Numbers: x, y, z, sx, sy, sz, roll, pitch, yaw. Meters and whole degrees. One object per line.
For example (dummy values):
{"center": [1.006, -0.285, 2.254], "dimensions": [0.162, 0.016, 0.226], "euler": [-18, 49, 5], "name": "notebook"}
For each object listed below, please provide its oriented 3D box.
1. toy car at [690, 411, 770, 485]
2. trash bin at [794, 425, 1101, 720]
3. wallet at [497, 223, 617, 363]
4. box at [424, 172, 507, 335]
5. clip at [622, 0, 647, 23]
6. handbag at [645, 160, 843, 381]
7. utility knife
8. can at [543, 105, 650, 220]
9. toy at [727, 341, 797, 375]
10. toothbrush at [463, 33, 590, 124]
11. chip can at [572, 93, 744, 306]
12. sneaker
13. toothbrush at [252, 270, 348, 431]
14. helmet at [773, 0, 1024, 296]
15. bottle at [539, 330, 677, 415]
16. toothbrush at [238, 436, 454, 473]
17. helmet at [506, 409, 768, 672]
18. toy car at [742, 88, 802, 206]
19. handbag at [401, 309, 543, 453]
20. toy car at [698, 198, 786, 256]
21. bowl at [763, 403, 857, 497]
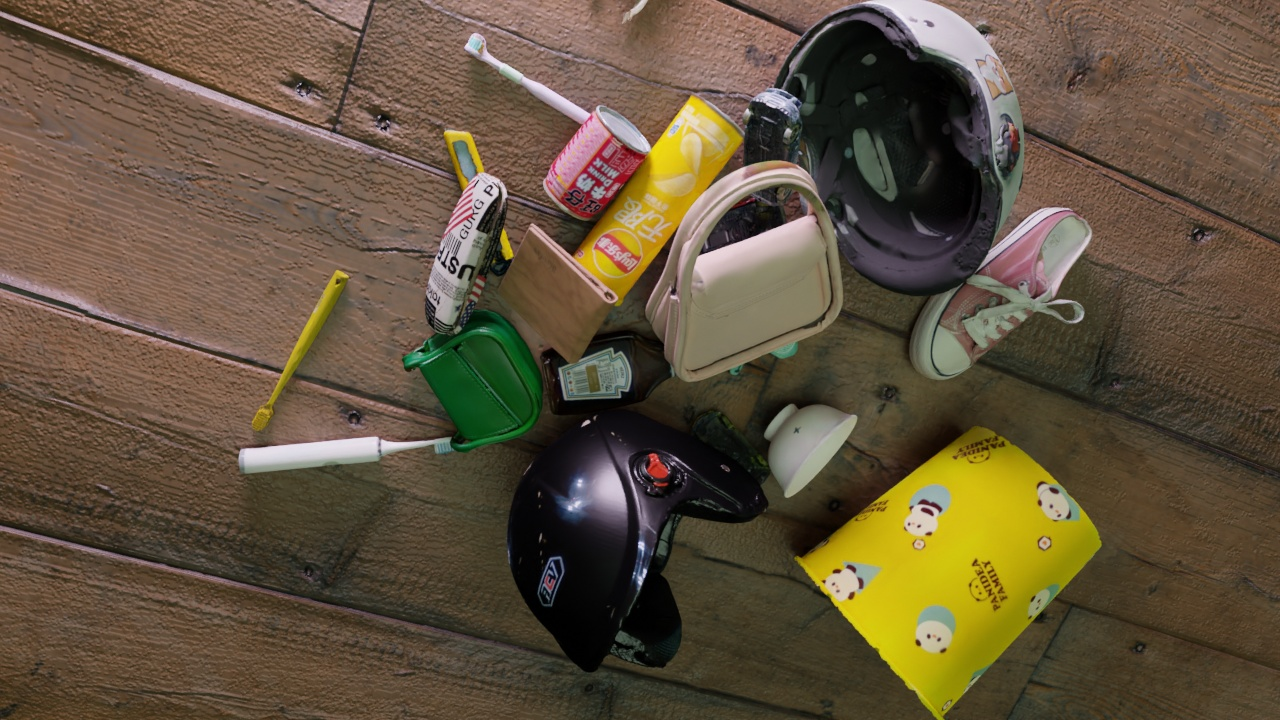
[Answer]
{"center": [0.100, 0.101, 1.033], "dimensions": [0.048, 0.032, 0.105], "euler": [-42, 98, 6], "name": "toy car"}
{"center": [0.342, 0.223, 1.017], "dimensions": [0.255, 0.229, 0.229], "euler": [-42, 109, 0], "name": "trash bin"}
{"center": [-0.085, -0.065, 0.911], "dimensions": [0.115, 0.020, 0.101], "euler": [41, 134, 7], "name": "wallet"}
{"center": [-0.173, -0.103, 0.889], "dimensions": [0.052, 0.069, 0.164], "euler": [14, 106, -27], "name": "box"}
{"center": [0.002, -0.361, 0.868], "dimensions": [0.102, 0.035, 0.095], "euler": [-26, 106, -8], "name": "clip"}
{"center": [0.101, -0.093, 0.869], "dimensions": [0.193, 0.093, 0.234], "euler": [-24, 151, -10], "name": "handbag"}
{"center": [-0.162, -0.157, 0.916], "dimensions": [0.033, 0.015, 0.156], "euler": [-19, 109, -5], "name": "utility knife"}
{"center": [-0.044, -0.189, 0.888], "dimensions": [0.066, 0.066, 0.094], "euler": [35, 116, -17], "name": "can"}
{"center": [0.130, -0.025, 0.999], "dimensions": [0.092, 0.030, 0.097], "euler": [10, 113, -7], "name": "toy"}
{"center": [-0.084, -0.258, 0.895], "dimensions": [0.189, 0.029, 0.021], "euler": [29, 141, -18], "name": "toothbrush"}
{"center": [0.014, -0.157, 0.914], "dimensions": [0.072, 0.072, 0.213], "euler": [36, 99, -18], "name": "chip can"}
{"center": [0.398, -0.068, 0.994], "dimensions": [0.241, 0.088, 0.118], "euler": [-44, 109, 5], "name": "sneaker"}
{"center": [-0.348, -0.008, 0.935], "dimensions": [0.015, 0.016, 0.190], "euler": [30, 101, -16], "name": "toothbrush"}
{"center": [0.264, -0.216, 0.874], "dimensions": [0.156, 0.231, 0.274], "euler": [-36, 102, -30], "name": "helmet"}
{"center": [-0.006, 0.006, 0.979], "dimensions": [0.195, 0.044, 0.080], "euler": [-11, 109, -6], "name": "bottle"}
{"center": [-0.307, 0.096, 0.970], "dimensions": [0.221, 0.027, 0.026], "euler": [-5, 86, -8], "name": "toothbrush"}
{"center": [-0.023, 0.174, 0.917], "dimensions": [0.230, 0.274, 0.234], "euler": [30, 115, 11], "name": "helmet"}
{"center": [0.127, -0.203, 0.884], "dimensions": [0.036, 0.054, 0.121], "euler": [-44, 152, -29], "name": "toy car"}
{"center": [-0.169, 0.021, 0.951], "dimensions": [0.120, 0.068, 0.131], "euler": [-24, 111, 7], "name": "handbag"}
{"center": [0.094, -0.135, 0.947], "dimensions": [0.120, 0.045, 0.053], "euler": [-18, 110, -17], "name": "toy car"}
{"center": [0.176, 0.087, 1.015], "dimensions": [0.065, 0.118, 0.118], "euler": [41, 100, 21], "name": "bowl"}
